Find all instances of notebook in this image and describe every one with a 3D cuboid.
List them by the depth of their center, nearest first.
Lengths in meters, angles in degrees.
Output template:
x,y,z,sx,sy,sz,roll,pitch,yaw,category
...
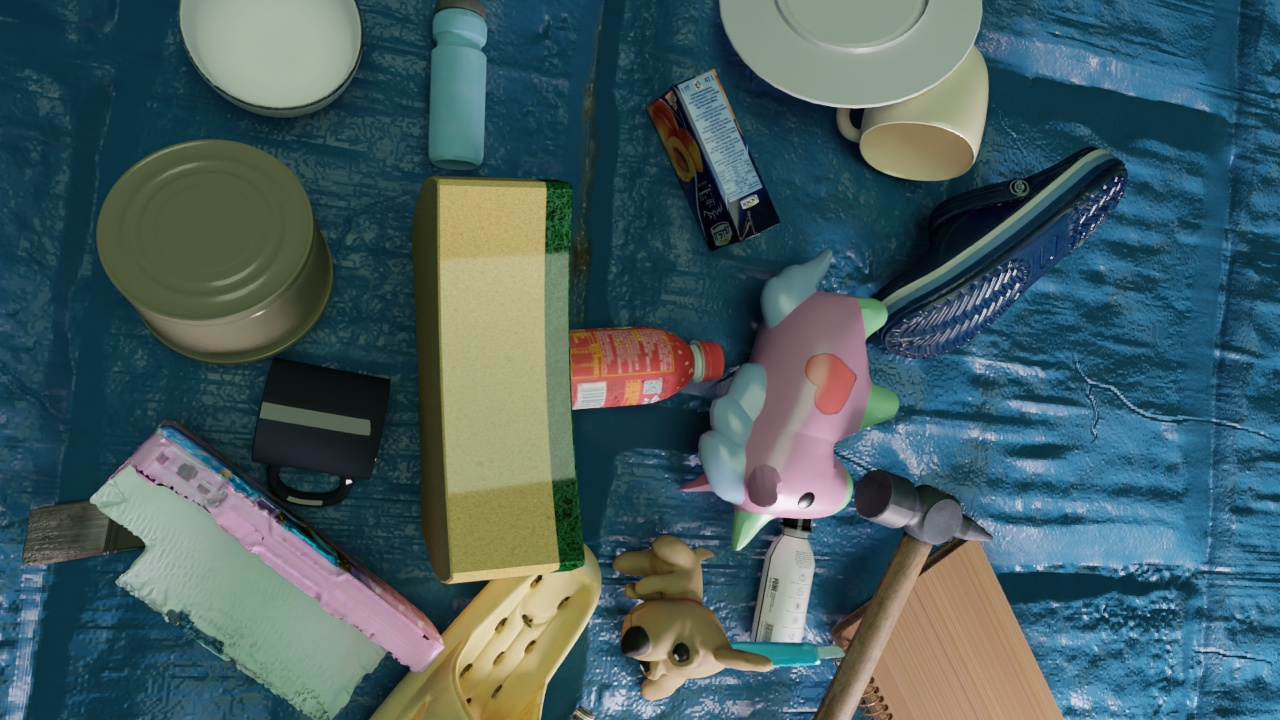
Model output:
x,y,z,sx,sy,sz,roll,pitch,yaw,category
0.271,0.286,0.807,0.169,0.022,0.210,-30,98,-16,notebook

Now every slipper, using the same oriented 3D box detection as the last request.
x,y,z,sx,sy,sz,roll,pitch,yaw,category
-0.105,0.244,0.645,0.261,0.079,0.111,-52,130,-15,slipper
0.294,-0.098,0.786,0.252,0.105,0.095,-35,61,-3,slipper

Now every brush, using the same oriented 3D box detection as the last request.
x,y,z,sx,sy,sz,roll,pitch,yaw,category
-0.100,0.011,0.599,0.075,0.195,0.250,-2,90,-18,brush
-0.331,0.108,0.620,0.151,0.012,0.039,-6,91,-18,brush

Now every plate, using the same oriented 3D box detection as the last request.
x,y,z,sx,sy,sz,roll,pitch,yaw,category
0.168,-0.294,0.733,0.208,0.015,0.208,-1,70,3,plate

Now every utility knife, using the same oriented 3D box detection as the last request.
x,y,z,sx,sy,sz,roll,pitch,yaw,category
0.097,0.232,0.719,0.124,0.015,0.022,-6,79,21,utility knife

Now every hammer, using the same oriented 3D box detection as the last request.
x,y,z,sx,sy,sz,roll,pitch,yaw,category
0.174,0.249,0.738,0.129,0.040,0.322,21,96,-27,hammer

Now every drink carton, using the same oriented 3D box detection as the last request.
x,y,z,sx,sy,sz,roll,pitch,yaw,category
0.057,-0.153,0.720,0.040,0.064,0.130,-27,98,-16,drink carton

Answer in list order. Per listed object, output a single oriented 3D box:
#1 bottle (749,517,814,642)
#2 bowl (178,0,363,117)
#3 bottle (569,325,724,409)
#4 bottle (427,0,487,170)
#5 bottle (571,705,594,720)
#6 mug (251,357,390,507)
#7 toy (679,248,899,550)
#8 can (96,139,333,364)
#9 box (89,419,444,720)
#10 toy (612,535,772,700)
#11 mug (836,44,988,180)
x,y,z,sx,sy,sz,roll,pitch,yaw,category
0.118,0.183,0.749,0.041,0.041,0.116,12,86,-17,bottle
-0.247,-0.219,0.623,0.113,0.063,0.113,0,90,-18,bowl
-0.004,0.004,0.701,0.137,0.062,0.062,-3,90,-19,bottle
-0.134,-0.208,0.672,0.040,0.040,0.130,2,89,-18,bottle
-0.069,0.313,0.689,0.036,0.036,0.109,34,80,-15,bottle
-0.222,0.055,0.632,0.077,0.071,0.105,12,112,-18,mug
0.116,0.026,0.719,0.170,0.120,0.222,-8,93,-28,toy
-0.269,-0.069,0.590,0.127,0.073,0.127,3,70,-9,can
-0.250,0.150,0.597,0.230,0.086,0.105,45,73,-18,box
0.027,0.192,0.697,0.105,0.134,0.108,12,58,-39,toy
0.227,-0.218,0.766,0.120,0.096,0.099,10,75,20,mug
